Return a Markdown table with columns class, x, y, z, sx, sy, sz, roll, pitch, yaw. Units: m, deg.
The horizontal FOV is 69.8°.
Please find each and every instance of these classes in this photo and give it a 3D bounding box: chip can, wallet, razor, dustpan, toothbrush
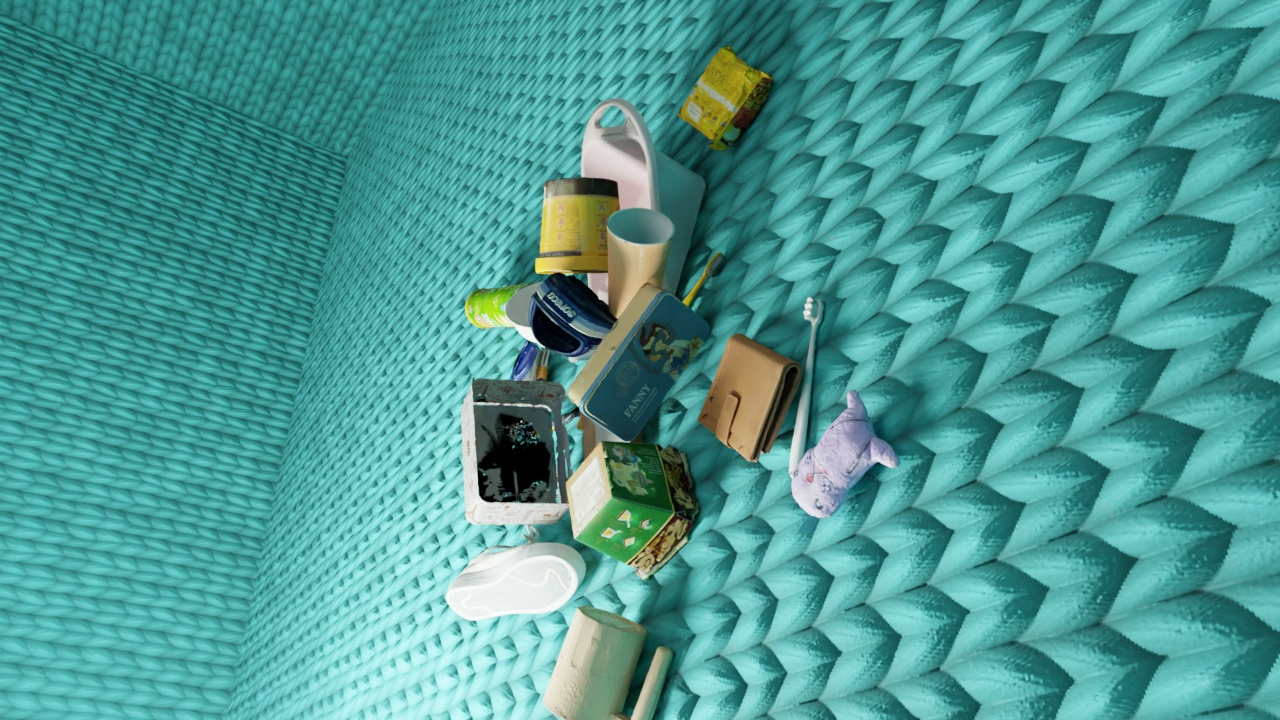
| class | x | y | z | sx | sy | sz | roll | pitch | yaw |
| --- | --- | --- | --- | --- | --- | --- | --- | --- | --- |
| chip can | -0.223 | -0.090 | 1.529 | 0.222 | 0.072 | 0.072 | 2 | 75 | 60 |
| wallet | -0.171 | 0.050 | 1.390 | 0.107 | 0.037 | 0.129 | -48 | 24 | 33 |
| razor | -0.119 | 0.088 | 1.299 | 0.042 | 0.022 | 0.143 | -36 | 8 | -41 |
| wallet | 0.107 | 0.035 | 0.925 | 0.108 | 0.031 | 0.132 | -69 | 22 | 7 |
| dustpan | -0.032 | -0.186 | 1.197 | 0.223 | 0.138 | 0.273 | 15 | 85 | 60 |
| toothbrush | 0.155 | 0.024 | 0.874 | 0.016 | 0.016 | 0.180 | -22 | 55 | 62 |
| toothbrush | 0.047 | -0.050 | 1.106 | 0.192 | 0.016 | 0.018 | -56 | 40 | 22 |

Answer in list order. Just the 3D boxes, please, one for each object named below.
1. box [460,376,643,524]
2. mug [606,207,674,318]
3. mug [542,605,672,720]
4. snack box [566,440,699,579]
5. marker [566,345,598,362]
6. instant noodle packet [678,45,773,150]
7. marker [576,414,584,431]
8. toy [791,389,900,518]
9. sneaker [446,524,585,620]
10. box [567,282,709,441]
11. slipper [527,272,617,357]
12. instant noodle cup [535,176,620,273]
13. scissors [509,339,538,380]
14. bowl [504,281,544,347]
| class | x | y | z | sx | sy | sz | roll | pitch | yaw |
| --- | --- | --- | --- | --- | --- | --- | --- | --- | --- |
| box | -0.126 | 0.094 | 1.144 | 0.227 | 0.156 | 0.180 | -35 | 51 | 44 |
| mug | -0.006 | -0.109 | 1.087 | 0.078 | 0.078 | 0.123 | -105 | 18 | -46 |
| mug | -0.031 | 0.327 | 0.955 | 0.125 | 0.084 | 0.103 | 16 | 85 | 37 |
| snack box | -0.017 | 0.152 | 0.997 | 0.118 | 0.105 | 0.118 | -51 | 33 | 31 |
| marker | -0.055 | -0.014 | 1.238 | 0.131 | 0.018 | 0.022 | -9 | 37 | 49 |
| instant noodle packet | 0.105 | -0.329 | 1.148 | 0.111 | 0.044 | 0.128 | -53 | 37 | 17 |
| marker | -0.065 | 0.037 | 1.245 | 0.018 | 0.015 | 0.123 | -14 | 58 | 54 |
| toy | 0.170 | 0.090 | 0.786 | 0.108 | 0.039 | 0.083 | -53 | 40 | 26 |
| sneaker | -0.149 | 0.269 | 1.186 | 0.243 | 0.089 | 0.090 | -25 | 21 | 38 |
| box | -0.006 | 0.006 | 1.052 | 0.184 | 0.089 | 0.059 | -57 | 30 | -3 |
| slipper | -0.087 | -0.047 | 1.144 | 0.095 | 0.105 | 0.252 | -44 | -2 | 3 |
| instant noodle cup | -0.074 | -0.167 | 1.157 | 0.119 | 0.118 | 0.114 | 4 | 96 | 60 |
| scissors | -0.201 | 0.039 | 1.405 | 0.171 | 0.012 | 0.140 | -49 | 24 | 33 |
| bowl | -0.136 | -0.059 | 1.357 | 0.118 | 0.118 | 0.065 | -111 | 10 | -50 |
